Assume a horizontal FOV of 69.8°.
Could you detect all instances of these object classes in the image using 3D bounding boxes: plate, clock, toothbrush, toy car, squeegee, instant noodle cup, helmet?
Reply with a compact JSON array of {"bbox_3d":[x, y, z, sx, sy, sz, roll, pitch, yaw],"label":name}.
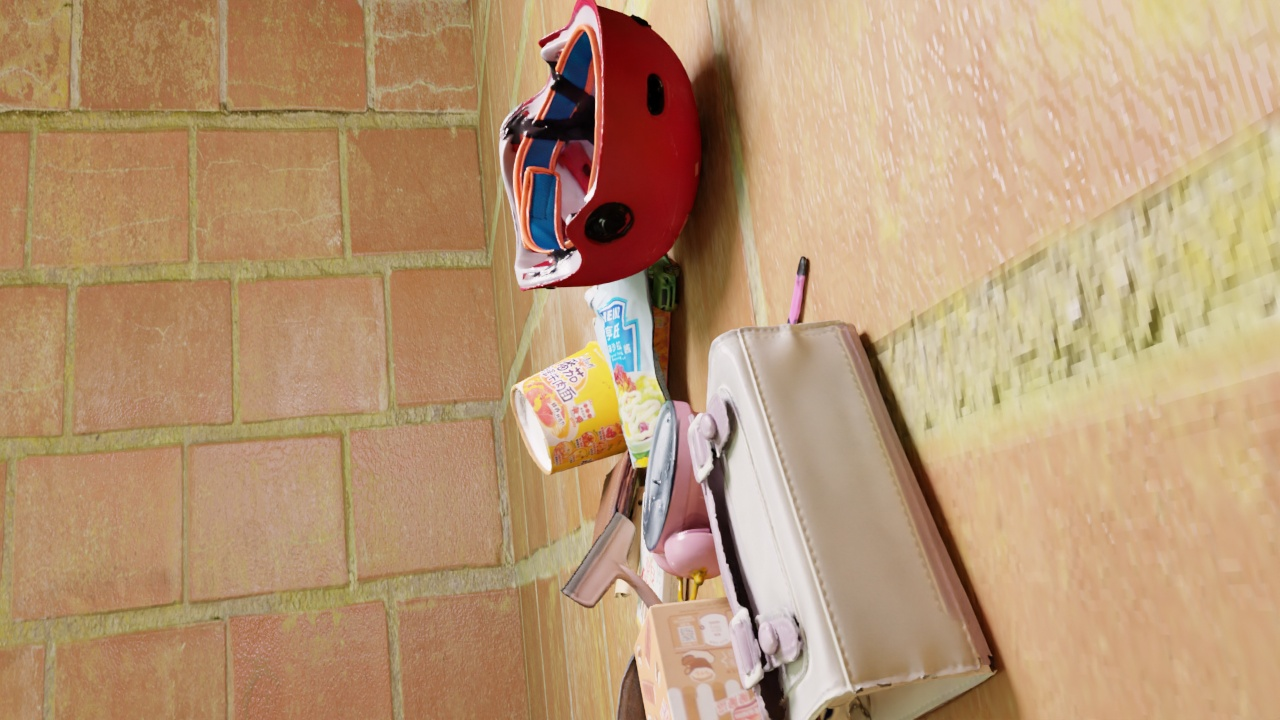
[{"bbox_3d":[0.037,0.304,0.714,0.179,0.024,0.179,41,-140,-47],"label":"plate"},{"bbox_3d":[0.039,0.110,0.701,0.117,0.060,0.158,129,150,-75],"label":"clock"},{"bbox_3d":[0.091,0.020,0.609,0.014,0.017,0.189,-114,25,-60],"label":"toothbrush"},{"bbox_3d":[0.013,-0.077,0.870,0.091,0.036,0.043,-128,38,-61],"label":"toy car"},{"bbox_3d":[0.027,0.264,0.793,0.249,0.040,0.247,65,-172,-1],"label":"squeegee"},{"bbox_3d":[-0.076,0.060,1.036,0.138,0.109,0.138,51,153,38],"label":"instant noodle cup"},{"bbox_3d":[-0.019,-0.172,0.759,0.241,0.143,0.206,127,139,-49],"label":"helmet"}]

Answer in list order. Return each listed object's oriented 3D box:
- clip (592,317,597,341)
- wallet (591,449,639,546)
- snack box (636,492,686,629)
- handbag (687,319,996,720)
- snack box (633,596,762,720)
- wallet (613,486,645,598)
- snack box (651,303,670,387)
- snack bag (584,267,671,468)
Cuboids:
[{"bbox_3d":[-0.040,-0.012,1.107,0.103,0.035,0.092,101,162,-59],"label":"clip"},{"bbox_3d":[-0.026,0.164,0.996,0.101,0.032,0.124,116,168,-63],"label":"wallet"},{"bbox_3d":[0.022,0.218,0.919,0.084,0.027,0.157,-130,41,-67],"label":"snack box"},{"bbox_3d":[0.087,0.097,0.493,0.145,0.098,0.196,96,165,-54],"label":"handbag"},{"bbox_3d":[0.053,0.229,0.654,0.077,0.092,0.094,105,157,-50],"label":"snack box"},{"bbox_3d":[-0.009,0.201,1.003,0.087,0.024,0.115,119,162,-71],"label":"wallet"},{"bbox_3d":[0.006,0.008,0.932,0.077,0.027,0.156,-126,35,-65],"label":"snack box"},{"bbox_3d":[-0.005,0.005,0.868,0.110,0.038,0.191,-19,86,67],"label":"snack bag"}]
